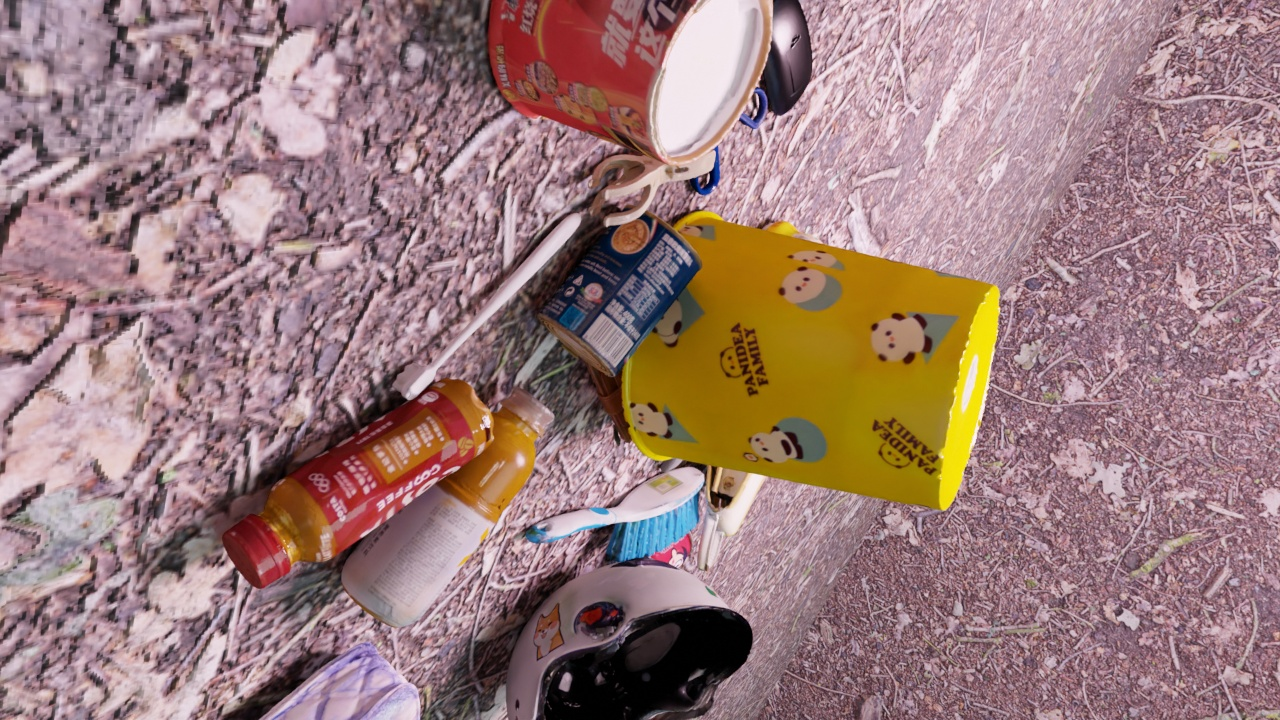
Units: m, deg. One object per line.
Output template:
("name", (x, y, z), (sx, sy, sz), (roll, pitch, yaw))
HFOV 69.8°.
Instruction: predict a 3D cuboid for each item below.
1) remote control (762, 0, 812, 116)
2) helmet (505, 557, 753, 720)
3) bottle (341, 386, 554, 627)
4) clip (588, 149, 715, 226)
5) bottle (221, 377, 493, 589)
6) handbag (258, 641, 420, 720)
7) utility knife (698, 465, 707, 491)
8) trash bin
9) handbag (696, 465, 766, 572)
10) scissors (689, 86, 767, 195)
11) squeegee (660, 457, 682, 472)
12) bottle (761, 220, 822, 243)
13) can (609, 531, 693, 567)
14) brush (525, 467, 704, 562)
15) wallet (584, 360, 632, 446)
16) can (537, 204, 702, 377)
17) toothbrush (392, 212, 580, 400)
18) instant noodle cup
("remote control", (0.123, -0.250, 0.761), (0.053, 0.024, 0.136), (-52, 156, -7))
("helmet", (-0.029, 0.312, 1.001), (0.274, 0.157, 0.230), (-41, 134, 4))
("bottle", (-0.135, 0.103, 0.670), (0.189, 0.068, 0.068), (-51, 156, -10))
("clip", (0.004, -0.137, 0.665), (0.099, 0.071, 0.035), (-36, 149, -25))
("bottle", (-0.173, 0.075, 0.577), (0.174, 0.057, 0.058), (-36, 150, -37))
("handbag", (-0.259, 0.304, 0.689), (0.193, 0.075, 0.134), (-36, 154, -35))
("utility knife", (0.064, 0.175, 1.197), (0.238, 0.018, 0.034), (-56, 162, -2))
("trash bin", (0.149, 0.005, 0.776), (0.228, 0.256, 0.230), (-36, 132, -52))
("handbag", (0.105, 0.178, 1.164), (0.178, 0.063, 0.163), (-63, 163, -15))
("scissors", (0.057, -0.194, 0.725), (0.162, 0.012, 0.165), (-25, 141, -47))
("squeegee", (0.057, 0.044, 0.996), (0.246, 0.040, 0.250), (-35, 149, -39))
("bottle", (0.166, -0.095, 0.934), (0.063, 0.108, 0.063), (-42, 154, -27))
("can", (0.015, 0.234, 1.121), (0.093, 0.066, 0.067), (-22, 140, -52))
("brush", (-0.022, 0.178, 1.006), (0.313, 0.060, 0.110), (-19, 132, -50))
("wallet", (-0.005, 0.005, 0.820), (0.118, 0.035, 0.131), (-50, 145, -21))
("can", (-0.016, -0.051, 0.690), (0.111, 0.075, 0.075), (-52, 156, -8))
("toothbrush", (-0.100, -0.042, 0.622), (0.179, 0.016, 0.016), (-49, 157, -21))
("instant noodle cup", (0.000, -0.182, 0.513), (0.137, 0.108, 0.138), (-42, 152, -29))
